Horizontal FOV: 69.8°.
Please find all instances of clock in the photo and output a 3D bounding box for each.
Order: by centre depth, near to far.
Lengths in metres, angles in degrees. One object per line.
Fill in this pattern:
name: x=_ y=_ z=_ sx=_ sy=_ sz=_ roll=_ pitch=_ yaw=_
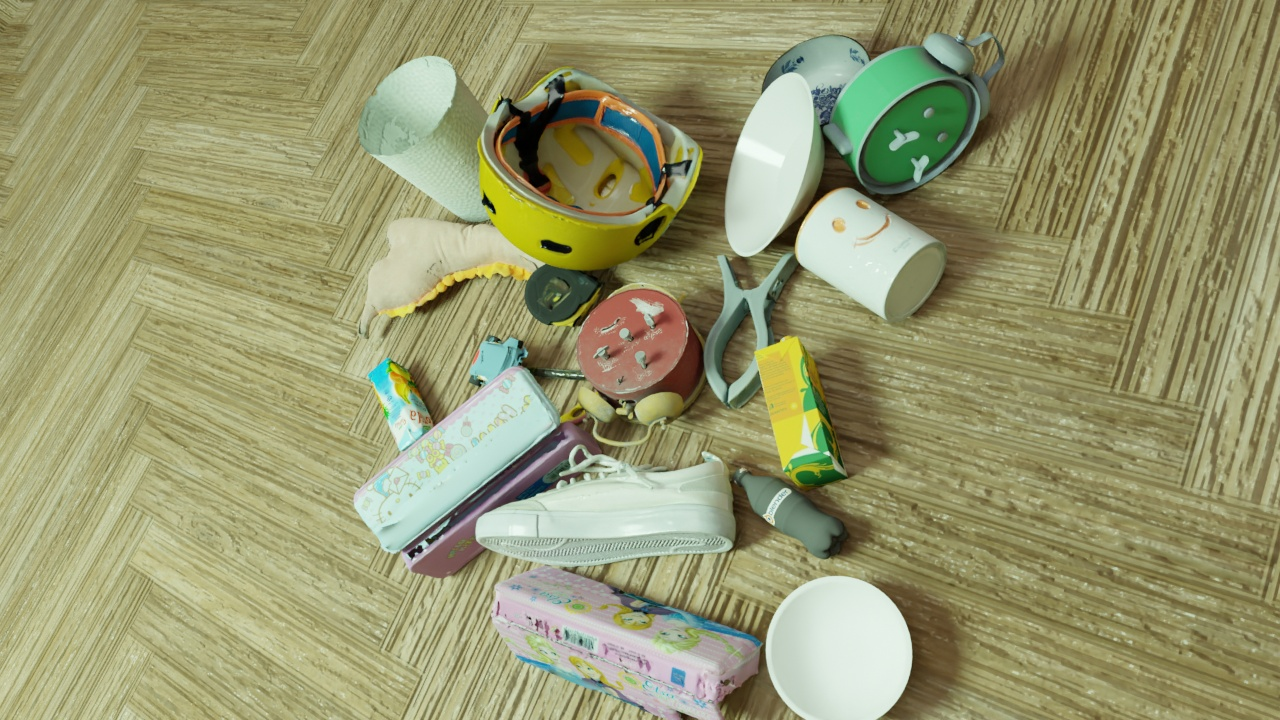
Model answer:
clock: x=0.253 y=-0.224 z=0.820 sx=0.162 sy=0.122 sz=0.075 roll=-38 pitch=53 yaw=16
clock: x=-0.005 y=0.005 z=0.864 sx=0.117 sy=0.081 sz=0.158 roll=3 pitch=65 yaw=23

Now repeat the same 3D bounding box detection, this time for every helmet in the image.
helmet: x=-0.067 y=-0.168 z=0.930 sx=0.209 sy=0.140 sz=0.239 roll=34 pitch=49 yaw=10

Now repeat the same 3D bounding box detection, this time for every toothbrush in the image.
toothbrush: x=-0.070 y=0.057 z=0.925 sx=0.135 sy=0.016 sz=0.021 roll=-31 pitch=53 yaw=7

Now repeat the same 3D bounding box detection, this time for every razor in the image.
razor: x=-0.096 y=0.013 z=0.958 sx=0.106 sy=0.026 sz=0.042 roll=4 pitch=66 yaw=26

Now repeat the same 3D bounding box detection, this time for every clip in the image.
clip: x=0.090 y=-0.034 z=0.875 sx=0.090 sy=0.027 sz=0.162 roll=12 pitch=71 yaw=30

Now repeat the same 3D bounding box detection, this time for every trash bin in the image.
trash bin: x=-0.222 y=-0.247 z=1.067 sx=0.133 sy=0.161 sz=0.133 roll=-12 pitch=61 yaw=23

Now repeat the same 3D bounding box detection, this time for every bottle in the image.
bottle: x=0.122 y=0.124 z=0.773 sx=0.110 sy=0.036 sz=0.036 roll=34 pitch=85 yaw=36

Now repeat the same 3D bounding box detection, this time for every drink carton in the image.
drink carton: x=0.137 y=0.043 z=0.792 sx=0.041 sy=0.058 sz=0.122 roll=-20 pitch=58 yaw=18
drink carton: x=-0.260 y=0.054 z=1.011 sx=0.038 sy=0.044 sz=0.129 roll=-39 pitch=53 yaw=6

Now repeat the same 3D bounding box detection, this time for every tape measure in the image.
tape measure: x=-0.085 y=-0.071 z=0.967 sx=0.071 sy=0.042 sz=0.072 roll=33 pitch=96 yaw=0

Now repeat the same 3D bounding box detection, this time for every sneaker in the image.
sneaker: x=-0.032 y=0.129 z=0.831 sx=0.243 sy=0.089 sz=0.090 roll=-7 pitch=58 yaw=18

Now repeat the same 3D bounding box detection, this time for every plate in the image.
plate: x=0.135 y=-0.181 z=0.875 sx=0.174 sy=0.036 sz=0.174 roll=-170 pitch=91 yaw=-72

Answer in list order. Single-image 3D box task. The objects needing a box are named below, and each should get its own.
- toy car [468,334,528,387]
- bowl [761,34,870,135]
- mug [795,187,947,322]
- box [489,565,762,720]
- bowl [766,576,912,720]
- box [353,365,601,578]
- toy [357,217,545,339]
toy car: x=-0.158 y=0.000 z=0.965 sx=0.108 sy=0.027 sz=0.060 roll=10 pitch=76 yaw=59
bowl: x=0.183 y=-0.270 z=0.931 sx=0.114 sy=0.045 sz=0.114 roll=-12 pitch=61 yaw=23
mug: x=0.203 y=-0.094 z=0.811 sx=0.082 sy=0.082 sz=0.105 roll=-48 pitch=55 yaw=-1
box: x=-0.020 y=0.251 z=0.773 sx=0.231 sy=0.084 sz=0.091 roll=11 pitch=100 yaw=32
bowl: x=0.155 y=0.225 z=0.703 sx=0.110 sy=0.040 sz=0.109 roll=-12 pitch=61 yaw=23
box: x=-0.153 y=0.115 z=0.868 sx=0.214 sy=0.140 sz=0.062 roll=-39 pitch=26 yaw=7
toy: x=-0.199 y=-0.098 z=1.052 sx=0.265 sy=0.065 sz=0.196 roll=11 pitch=81 yaw=25
